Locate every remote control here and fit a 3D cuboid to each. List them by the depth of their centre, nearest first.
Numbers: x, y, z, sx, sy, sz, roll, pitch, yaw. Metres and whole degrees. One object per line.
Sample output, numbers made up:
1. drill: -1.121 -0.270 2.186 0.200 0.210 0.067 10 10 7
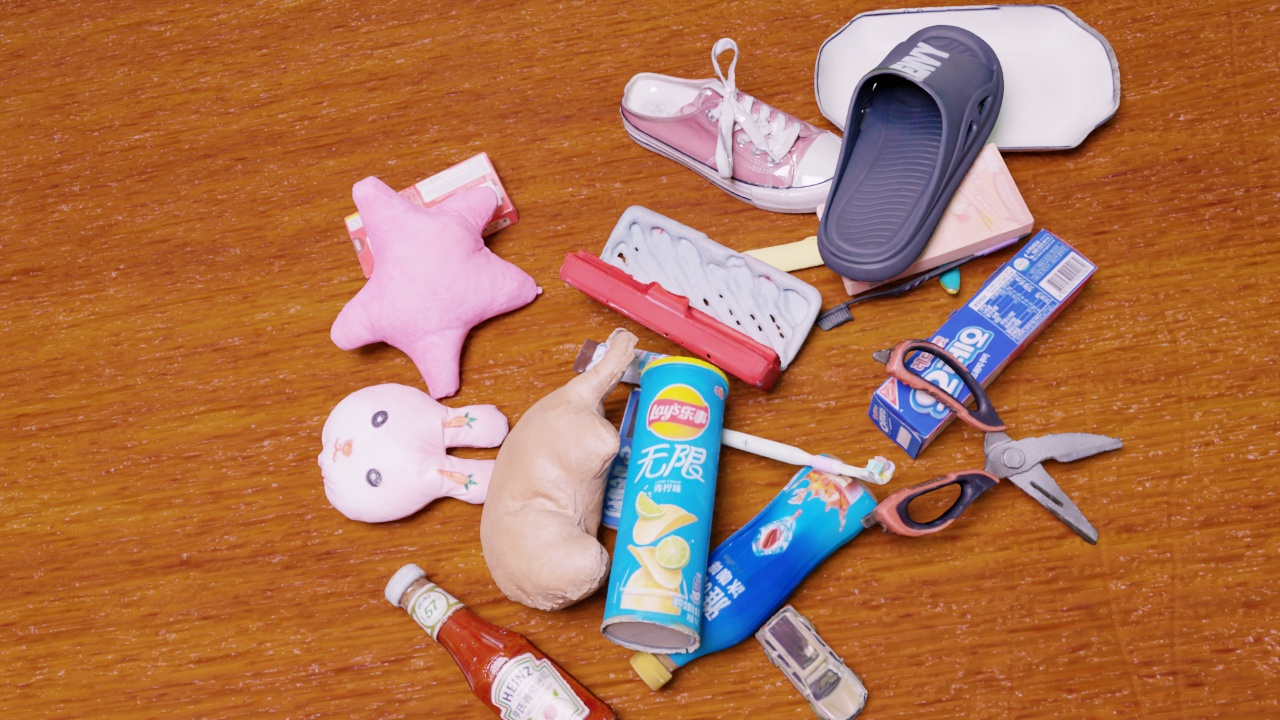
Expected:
1. remote control: 0.002 0.082 0.758 0.049 0.024 0.124 10 66 12

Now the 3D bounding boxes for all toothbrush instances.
1. toothbrush: 0.106 0.067 0.707 0.190 0.029 0.020 10 109 44
2. toothbrush: 0.235 -0.066 0.769 0.189 0.014 0.016 -23 77 14

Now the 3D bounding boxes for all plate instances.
1. plate: 0.295 -0.253 0.847 0.266 0.034 0.161 1 68 9

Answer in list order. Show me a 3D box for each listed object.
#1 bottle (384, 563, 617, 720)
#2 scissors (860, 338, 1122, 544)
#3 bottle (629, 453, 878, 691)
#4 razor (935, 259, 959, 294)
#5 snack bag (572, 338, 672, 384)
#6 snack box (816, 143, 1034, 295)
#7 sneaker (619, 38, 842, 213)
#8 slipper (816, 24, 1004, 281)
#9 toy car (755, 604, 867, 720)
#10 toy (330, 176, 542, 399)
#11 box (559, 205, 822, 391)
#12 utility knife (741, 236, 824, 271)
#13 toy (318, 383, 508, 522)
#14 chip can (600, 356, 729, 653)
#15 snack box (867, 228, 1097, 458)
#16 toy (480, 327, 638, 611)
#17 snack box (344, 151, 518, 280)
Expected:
1. bottle: -0.111 0.227 0.695 0.206 0.060 0.059 34 76 19
2. scissors: 0.258 0.066 0.687 0.225 0.015 0.189 -16 88 -11
3. bottle: 0.083 0.162 0.690 0.218 0.065 0.065 -41 68 -9
4. razor: 0.260 -0.115 0.798 0.043 0.028 0.132 -8 66 9
5. snack bag: -0.005 0.005 0.788 0.105 0.026 0.045 10 46 15
6. snack box: 0.238 -0.119 0.778 0.157 0.026 0.084 -18 65 8
7. sneaker: 0.085 -0.212 0.831 0.241 0.088 0.118 26 74 17
8. slipper: 0.222 -0.190 0.754 0.111 0.083 0.267 17 68 27
9. toy car: 0.127 0.225 0.676 0.042 0.035 0.090 -40 70 -7
10. toy: -0.177 -0.063 0.814 0.178 0.075 0.194 6 86 -11
11. box: 0.042 -0.062 0.767 0.201 0.094 0.100 29 91 19
12. utility knife: 0.099 -0.088 0.817 0.179 0.019 0.031 -7 63 1
13. toy: -0.192 0.076 0.776 0.159 0.054 0.121 -2 68 -1
14. chip can: 0.020 0.102 0.679 0.071 0.071 0.209 4 57 10
15. snack box: 0.273 -0.014 0.739 0.207 0.058 0.057 -42 69 -10
16. toy: -0.062 0.080 0.720 0.144 0.082 0.225 -4 70 42
17. snack box: -0.200 -0.135 0.876 0.153 0.025 0.075 -26 68 -3
